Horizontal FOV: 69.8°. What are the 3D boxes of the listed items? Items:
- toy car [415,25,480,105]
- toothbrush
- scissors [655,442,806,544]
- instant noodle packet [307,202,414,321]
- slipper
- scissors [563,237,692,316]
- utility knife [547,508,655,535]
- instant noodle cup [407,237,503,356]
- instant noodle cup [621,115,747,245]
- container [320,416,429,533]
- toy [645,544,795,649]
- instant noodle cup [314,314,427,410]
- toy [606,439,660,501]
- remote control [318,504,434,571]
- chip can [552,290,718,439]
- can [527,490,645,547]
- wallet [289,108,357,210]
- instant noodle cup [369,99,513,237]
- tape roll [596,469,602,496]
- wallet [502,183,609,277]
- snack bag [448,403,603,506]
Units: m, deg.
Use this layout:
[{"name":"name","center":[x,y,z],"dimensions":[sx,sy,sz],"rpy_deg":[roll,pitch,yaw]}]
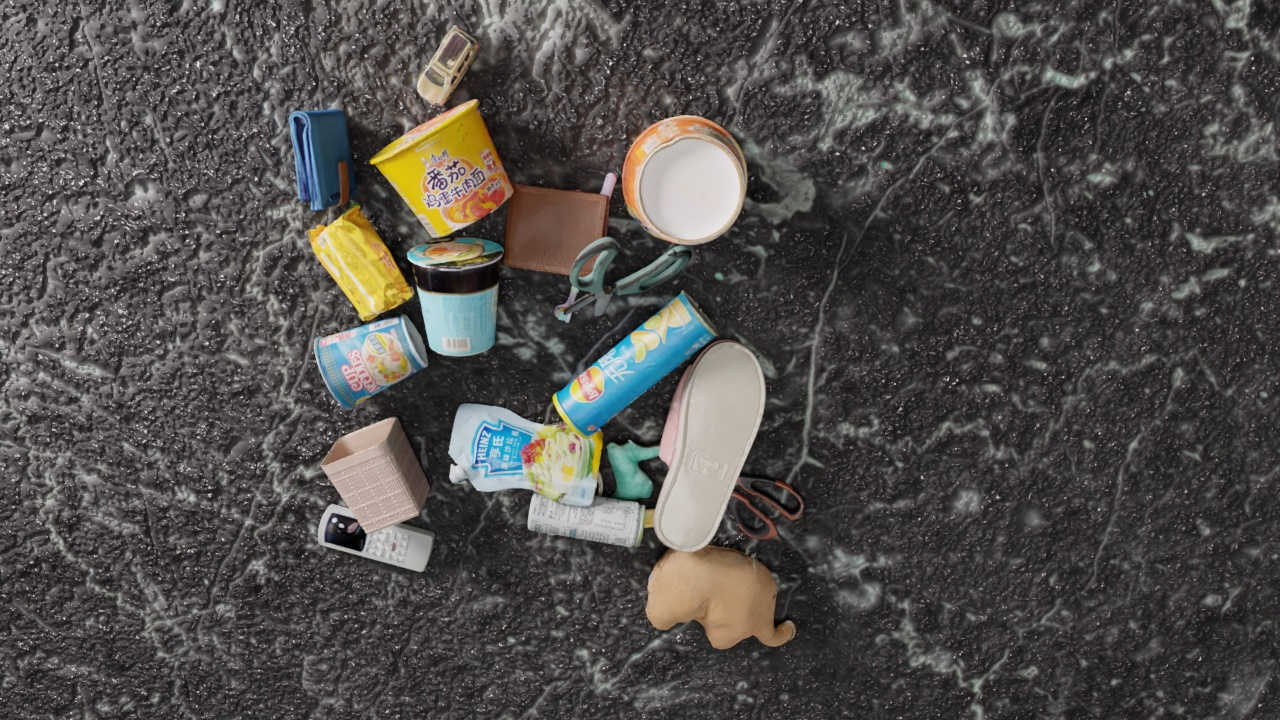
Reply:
[{"name":"toy car","center":[-0.221,-0.333,1.042],"dimensions":[0.042,0.035,0.090],"rpy_deg":[35,106,-9]},{"name":"toothbrush","center":[-0.066,-0.137,1.111],"dimensions":[0.029,0.021,0.189],"rpy_deg":[31,108,36]},{"name":"scissors","center":[0.112,0.175,1.209],"dimensions":[0.207,0.015,0.193],"rpy_deg":[-8,107,2]},{"name":"instant noodle packet","center":[-0.331,-0.115,1.085],"dimensions":[0.111,0.044,0.128],"rpy_deg":[-16,110,45]},{"name":"slipper","center":[0.083,0.108,1.160],"dimensions":[0.114,0.054,0.274],"rpy_deg":[14,92,-8]},{"name":"scissors","center":[-0.012,-0.104,1.077],"dimensions":[0.179,0.171,0.019],"rpy_deg":[-19,67,-16]},{"name":"utility knife","center":[-0.016,0.214,1.225],"dimensions":[0.219,0.022,0.031],"rpy_deg":[-4,101,6]},{"name":"instant noodle cup","center":[-0.215,-0.074,1.092],"dimensions":[0.111,0.111,0.121],"rpy_deg":[1,116,-1]},{"name":"instant noodle cup","center":[0.053,-0.199,1.044],"dimensions":[0.151,0.111,0.151],"rpy_deg":[0,107,-1]},{"name":"container","center":[-0.329,0.147,1.162],"dimensions":[0.090,0.090,0.111],"rpy_deg":[-22,109,6]},{"name":"toy","center":[0.120,0.319,1.225],"dimensions":[0.226,0.082,0.144],"rpy_deg":[21,111,-10]},{"name":"instant noodle cup","center":[-0.323,-0.005,1.116],"dimensions":[0.110,0.099,0.099],"rpy_deg":[-23,106,-1]},{"name":"toy","center":[-0.010,0.141,1.190],"dimensions":[0.096,0.030,0.092],"rpy_deg":[-15,109,13]},{"name":"remote control","center":[-0.352,0.237,1.223],"dimensions":[0.150,0.021,0.058],"rpy_deg":[16,106,-6]},{"name":"chip can","center":[-0.007,0.007,1.127],"dimensions":[0.210,0.071,0.071],"rpy_deg":[-39,104,11]},{"name":"can","center":[-0.069,0.201,1.178],"dimensions":[0.146,0.058,0.058],"rpy_deg":[10,107,-4]},{"name":"wallet","center":[-0.351,-0.225,1.022],"dimensions":[0.040,0.133,0.106],"rpy_deg":[-2,106,0]},{"name":"instant noodle cup","center":[-0.215,-0.212,1.033],"dimensions":[0.138,0.138,0.110],"rpy_deg":[-27,113,7]},{"name":"tape roll","center":[-0.093,0.163,1.206],"dimensions":[0.086,0.014,0.086],"rpy_deg":[0,107,0]},{"name":"wallet","center":[-0.100,-0.154,1.088],"dimensions":[0.124,0.032,0.101],"rpy_deg":[8,100,7]},{"name":"snack bag","center":[-0.146,0.119,1.159],"dimensions":[0.191,0.039,0.110],"rpy_deg":[10,77,-5]}]
